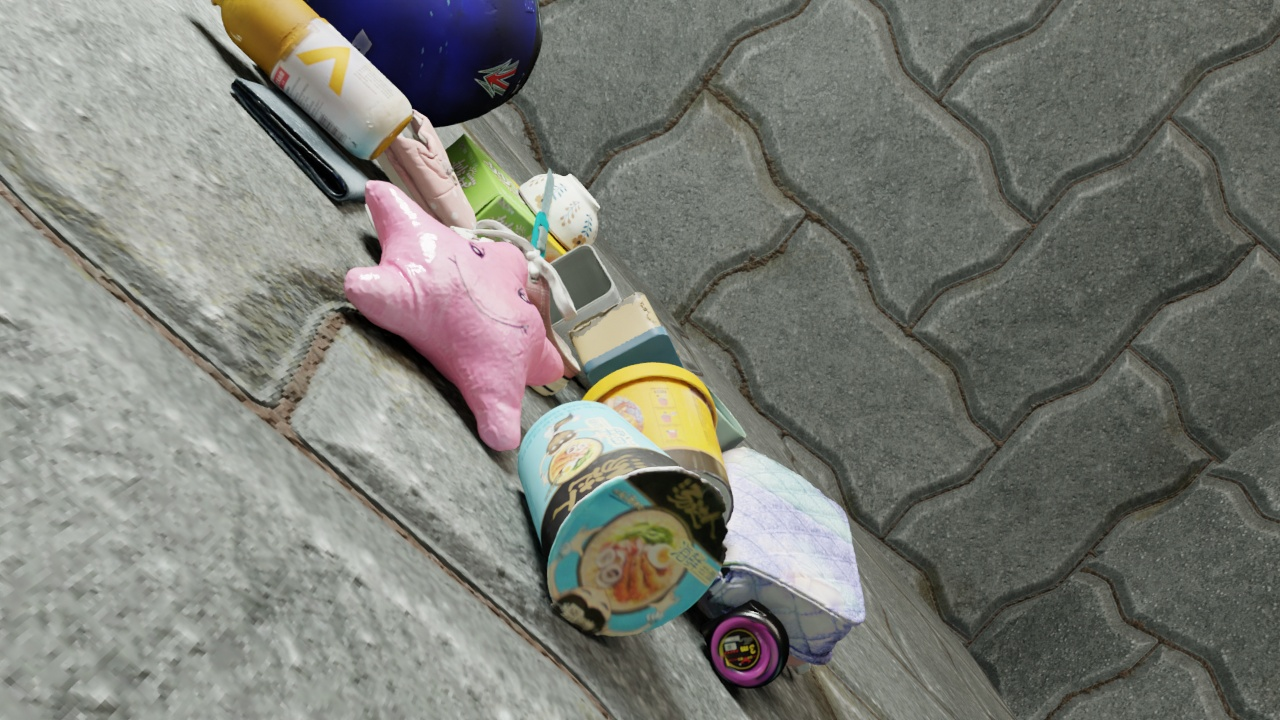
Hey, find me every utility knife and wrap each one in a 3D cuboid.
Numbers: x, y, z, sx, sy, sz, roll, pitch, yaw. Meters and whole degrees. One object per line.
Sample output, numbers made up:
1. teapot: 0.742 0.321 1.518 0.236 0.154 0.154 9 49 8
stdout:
1. utility knife: -0.113 -0.132 1.022 0.029 0.013 0.216 49 37 -49

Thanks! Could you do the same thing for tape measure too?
1. tape measure: 0.079 0.206 0.664 0.058 0.057 0.039 60 12 16

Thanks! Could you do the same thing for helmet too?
1. helmet: -0.273 -0.404 1.012 0.239 0.248 0.315 -6 48 -49

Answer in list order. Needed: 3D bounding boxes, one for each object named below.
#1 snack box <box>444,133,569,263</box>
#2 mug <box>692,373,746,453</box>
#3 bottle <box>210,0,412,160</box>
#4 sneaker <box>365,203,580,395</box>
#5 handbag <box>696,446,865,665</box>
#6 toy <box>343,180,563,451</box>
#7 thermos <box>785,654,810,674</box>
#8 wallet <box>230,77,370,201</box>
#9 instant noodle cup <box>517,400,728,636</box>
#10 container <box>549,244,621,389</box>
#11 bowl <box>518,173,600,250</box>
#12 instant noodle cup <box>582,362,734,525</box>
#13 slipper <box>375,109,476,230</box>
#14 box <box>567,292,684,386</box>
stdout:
1. snack box: -0.153 -0.159 1.122 0.210 0.070 0.157 42 10 -46
2. mug: 0.034 0.078 0.869 0.082 0.106 0.111 50 7 0
3. bottle: -0.278 -0.252 0.760 0.189 0.068 0.068 43 9 -17
4. sneaker: -0.120 -0.066 0.762 0.241 0.088 0.118 45 8 -37
5. handbag: 0.111 0.161 0.773 0.134 0.076 0.193 32 21 -5
6. toy: -0.123 -0.046 0.636 0.194 0.075 0.178 49 29 -16
7. thermos: 0.117 0.209 0.880 0.198 0.067 0.087 -121 -168 -57
8. wallet: -0.266 -0.174 0.737 0.121 0.019 0.097 47 5 -9
9. instant noodle cup: -0.023 0.084 0.551 0.111 0.111 0.120 44 1 -34
10. container: -0.057 -0.041 0.965 0.114 0.090 0.090 59 1 -46
11. bowl: -0.090 -0.188 1.126 0.113 0.062 0.113 47 8 -9
12. instant noodle cup: 0.014 0.082 0.721 0.118 0.119 0.114 44 16 -36
13. slipper: -0.218 -0.198 0.882 0.274 0.054 0.114 56 4 -25
14. box: -0.005 0.005 0.893 0.060 0.090 0.184 63 3 28
